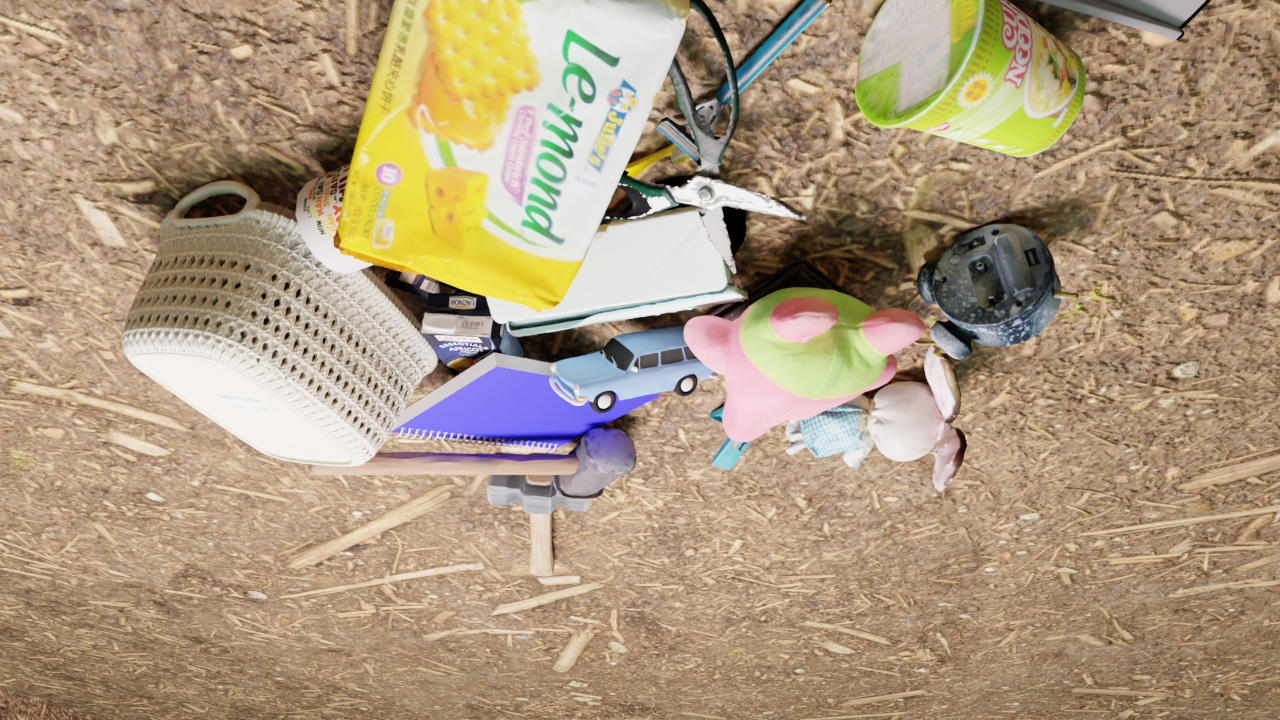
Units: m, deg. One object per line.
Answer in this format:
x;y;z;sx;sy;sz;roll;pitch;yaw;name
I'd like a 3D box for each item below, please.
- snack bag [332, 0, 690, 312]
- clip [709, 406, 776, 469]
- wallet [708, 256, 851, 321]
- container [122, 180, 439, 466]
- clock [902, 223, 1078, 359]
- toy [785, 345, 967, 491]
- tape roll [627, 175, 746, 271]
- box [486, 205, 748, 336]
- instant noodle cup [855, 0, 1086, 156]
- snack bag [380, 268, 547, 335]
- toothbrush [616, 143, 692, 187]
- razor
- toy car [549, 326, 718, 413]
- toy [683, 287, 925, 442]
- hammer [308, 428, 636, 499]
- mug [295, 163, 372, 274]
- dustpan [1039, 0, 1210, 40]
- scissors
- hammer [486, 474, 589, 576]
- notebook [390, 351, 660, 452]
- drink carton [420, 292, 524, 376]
-0.089;-0.146;0.574;0.159;0.068;0.248;15;122;-21;snack bag
0.109;0.065;0.900;0.028;0.113;0.127;17;131;-24;clip
0.126;-0.034;0.808;0.099;0.031;0.120;30;132;-32;wallet
-0.298;-0.015;0.772;0.185;0.142;0.246;0;147;27;container
0.264;-0.052;0.715;0.130;0.090;0.052;-22;144;27;clock
0.232;0.067;0.896;0.206;0.131;0.105;-13;165;42;toy
0.036;-0.106;0.720;0.093;0.016;0.091;5;146;-3;tape roll
-0.022;-0.065;0.739;0.198;0.075;0.125;-7;163;17;box
0.202;-0.172;0.549;0.108;0.098;0.099;12;146;-26;instant noodle cup
-0.139;-0.063;0.796;0.155;0.018;0.075;18;145;-22;snack bag
-0.018;-0.137;0.679;0.136;0.016;0.021;-15;146;24;toothbrush
0.070;-0.187;0.597;0.042;0.022;0.144;39;131;-14;razor
-0.005;0.005;0.811;0.153;0.056;0.055;-10;119;-29;toy car
0.126;0.006;0.771;0.192;0.096;0.237;11;150;-14;toy
-0.161;0.104;0.926;0.327;0.052;0.098;4;152;-29;hammer
-0.188;-0.105;0.691;0.090;0.073;0.105;-15;142;25;mug
0.235;-0.259;0.461;0.257;0.033;0.164;13;145;-14;dustpan
0.020;-0.150;0.620;0.202;0.015;0.205;14;131;9;scissors
-0.128;0.214;1.182;0.117;0.051;0.324;5;148;-2;hammer
-0.112;0.047;0.898;0.172;0.022;0.208;-29;153;36;notebook
-0.146;-0.017;0.818;0.064;0.040;0.130;3;160;5;drink carton
